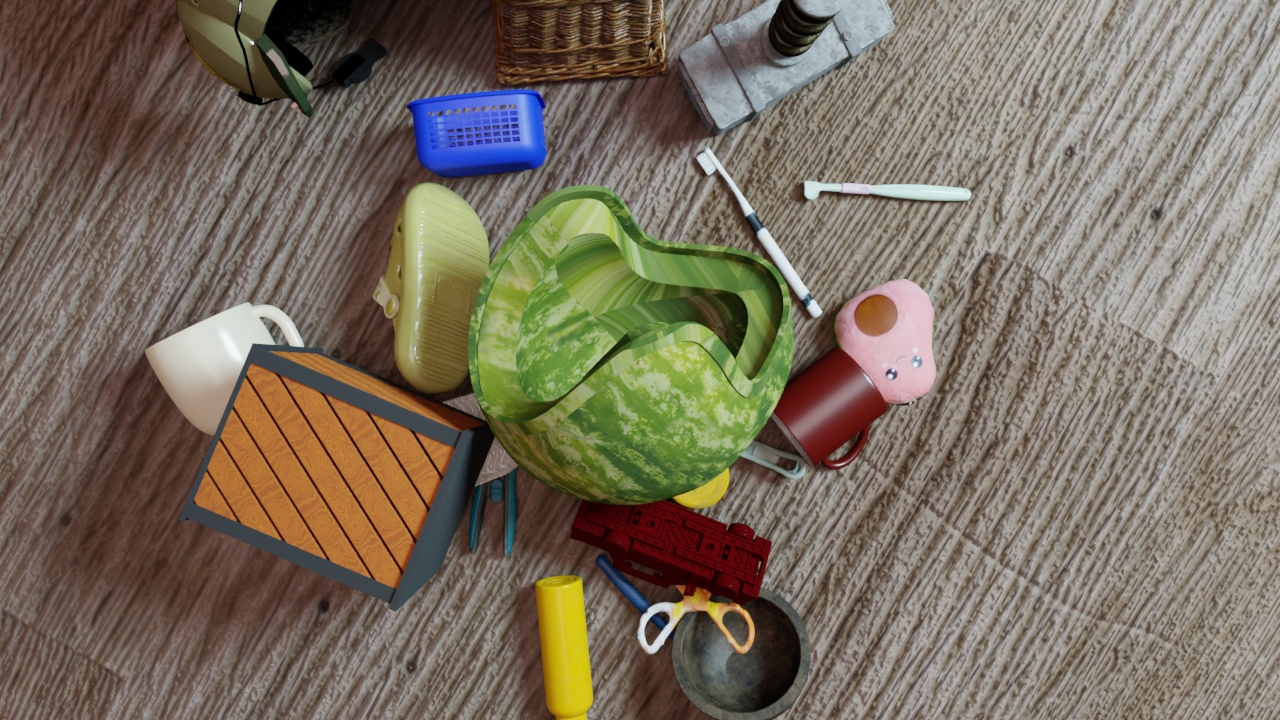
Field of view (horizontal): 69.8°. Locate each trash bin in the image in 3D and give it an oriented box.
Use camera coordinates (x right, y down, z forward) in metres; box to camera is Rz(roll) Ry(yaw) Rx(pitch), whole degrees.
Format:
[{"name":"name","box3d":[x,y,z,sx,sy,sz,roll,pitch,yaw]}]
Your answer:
[{"name":"trash bin","box3d":[-0.229,0.086,0.736,0.172,0.139,0.139,23,90,1]}]

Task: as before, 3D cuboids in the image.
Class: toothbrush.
[{"name":"toothbrush","box3d":[0.227,-0.155,0.845,0.155,0.015,0.022,2,59,-1]},{"name":"toothbrush","box3d":[0.017,0.244,0.851,0.167,0.014,0.014,46,47,0]},{"name":"toothbrush","box3d":[0.110,-0.116,0.848,0.017,0.012,0.187,-35,90,14]}]

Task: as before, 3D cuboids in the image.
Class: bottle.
[{"name":"bottle","box3d":[-0.068,0.272,0.837,0.043,0.043,0.143,-5,91,0]}]

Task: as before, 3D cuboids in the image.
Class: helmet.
[{"name":"helmet","box3d":[-0.258,-0.330,0.714,0.250,0.255,0.233,-41,92,1]},{"name":"helmet","box3d":[-0.004,0.005,0.741,0.244,0.246,0.213,-52,51,24]}]

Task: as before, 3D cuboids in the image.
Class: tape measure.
[{"name":"tape measure","box3d":[0.052,0.105,0.841,0.068,0.030,0.059,-34,90,3]}]

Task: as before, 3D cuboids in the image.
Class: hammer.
[{"name":"hammer","box3d":[0.118,-0.254,0.689,0.177,0.326,0.079,-29,97,7]}]

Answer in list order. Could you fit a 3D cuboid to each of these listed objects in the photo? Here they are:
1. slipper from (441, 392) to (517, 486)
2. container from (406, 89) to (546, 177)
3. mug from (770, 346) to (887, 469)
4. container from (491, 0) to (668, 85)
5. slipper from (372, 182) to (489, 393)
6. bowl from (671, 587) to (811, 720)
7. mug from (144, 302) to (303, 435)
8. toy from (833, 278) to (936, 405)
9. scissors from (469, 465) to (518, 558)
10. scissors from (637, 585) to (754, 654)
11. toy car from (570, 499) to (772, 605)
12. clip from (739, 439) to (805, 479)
[{"name":"slipper","box3d":[-0.230,0.087,0.832,0.263,0.052,0.115,-14,88,1]},{"name":"container","box3d":[-0.139,-0.197,0.807,0.114,0.096,0.058,-6,95,0]},{"name":"mug","box3d":[0.173,0.052,0.826,0.082,0.073,0.106,-37,119,0]},{"name":"container","box3d":[-0.057,-0.381,0.758,0.162,0.183,0.250,-5,91,-2]},{"name":"slipper","box3d":[-0.190,-0.060,0.818,0.082,0.091,0.190,-14,70,40]},{"name":"bowl","box3d":[0.092,0.268,0.821,0.121,0.056,0.121,-6,55,9]},{"name":"mug","box3d":[-0.354,0.008,0.810,0.120,0.096,0.100,-27,101,-4]},{"name":"toy","box3d":[0.228,-0.014,0.828,0.090,0.051,0.110,-24,91,2]},{"name":"scissors","box3d":[-0.128,0.111,0.849,0.133,0.019,0.146,-42,89,-2]},{"name":"scissors","box3d":[0.047,0.218,0.822,0.131,0.011,0.125,-33,56,-12]},{"name":"toy car","box3d":[0.024,0.163,0.815,0.170,0.062,0.070,21,56,1]},{"name":"clip","box3d":[0.114,0.087,0.842,0.076,0.044,0.023,22,92,-2]}]
